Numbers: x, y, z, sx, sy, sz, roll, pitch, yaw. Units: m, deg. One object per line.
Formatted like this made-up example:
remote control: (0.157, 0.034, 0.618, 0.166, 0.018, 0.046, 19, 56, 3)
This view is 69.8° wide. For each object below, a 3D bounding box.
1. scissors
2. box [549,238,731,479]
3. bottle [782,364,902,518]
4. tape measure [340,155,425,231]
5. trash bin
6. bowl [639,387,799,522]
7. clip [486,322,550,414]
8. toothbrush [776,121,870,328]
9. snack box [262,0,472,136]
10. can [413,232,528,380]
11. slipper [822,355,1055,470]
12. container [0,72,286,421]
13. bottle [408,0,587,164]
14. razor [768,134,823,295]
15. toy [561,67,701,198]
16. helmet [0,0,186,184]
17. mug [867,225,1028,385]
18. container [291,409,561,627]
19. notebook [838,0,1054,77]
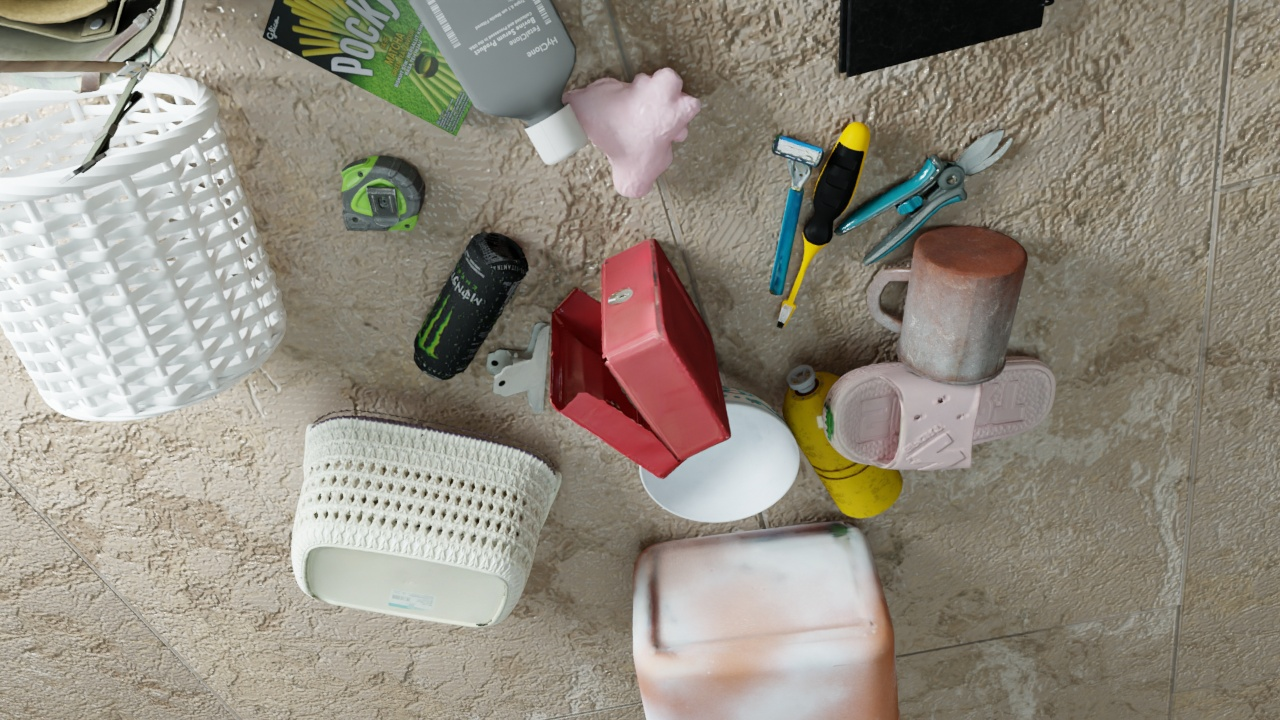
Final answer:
scissors: (0.222, -0.132, 0.740, 0.150, 0.019, 0.130, 2, 127, -1)
box: (0.010, -0.004, 0.749, 0.117, 0.157, 0.135, -40, 119, 19)
bottle: (0.183, 0.069, 0.856, 0.071, 0.071, 0.164, -25, 123, 17)
tape measure: (-0.205, -0.130, 0.726, 0.065, 0.035, 0.059, 0, 126, 0)
trash bin: (0.126, 0.282, 0.946, 0.260, 0.181, 0.157, -7, 124, 5)
bowl: (0.070, 0.074, 0.854, 0.144, 0.074, 0.144, 0, 126, -1)
clip: (-0.113, 0.008, 0.841, 0.054, 0.040, 0.102, -7, 128, -21)
toothbrush: (0.146, -0.105, 0.755, 0.031, 0.030, 0.197, 25, 130, 12)
snack box: (-0.182, -0.233, 0.657, 0.147, 0.025, 0.080, 25, 122, -18)
can: (-0.146, -0.045, 0.778, 0.054, 0.053, 0.138, 26, 122, -18)
slipper: (0.274, 0.049, 0.804, 0.239, 0.064, 0.094, -7, 113, -18)
container: (-0.376, -0.084, 0.664, 0.189, 0.189, 0.187, -3, 127, 1)
bottle: (-0.093, -0.218, 0.626, 0.084, 0.046, 0.174, -31, 111, 0)
razor: (0.122, -0.115, 0.752, 0.042, 0.022, 0.144, 27, 136, 26)
toy: (-0.002, -0.177, 0.682, 0.096, 0.052, 0.099, -30, 117, 28)
helmet: (-0.362, -0.240, 0.521, 0.225, 0.236, 0.192, -33, 135, 17)
mug: (0.251, -0.051, 0.767, 0.123, 0.096, 0.110, 17, 124, 24)
container: (-0.208, 0.153, 0.868, 0.251, 0.143, 0.185, 13, 139, -9)
notebook: (0.203, -0.311, 0.574, 0.169, 0.019, 0.232, -18, 127, -14)
